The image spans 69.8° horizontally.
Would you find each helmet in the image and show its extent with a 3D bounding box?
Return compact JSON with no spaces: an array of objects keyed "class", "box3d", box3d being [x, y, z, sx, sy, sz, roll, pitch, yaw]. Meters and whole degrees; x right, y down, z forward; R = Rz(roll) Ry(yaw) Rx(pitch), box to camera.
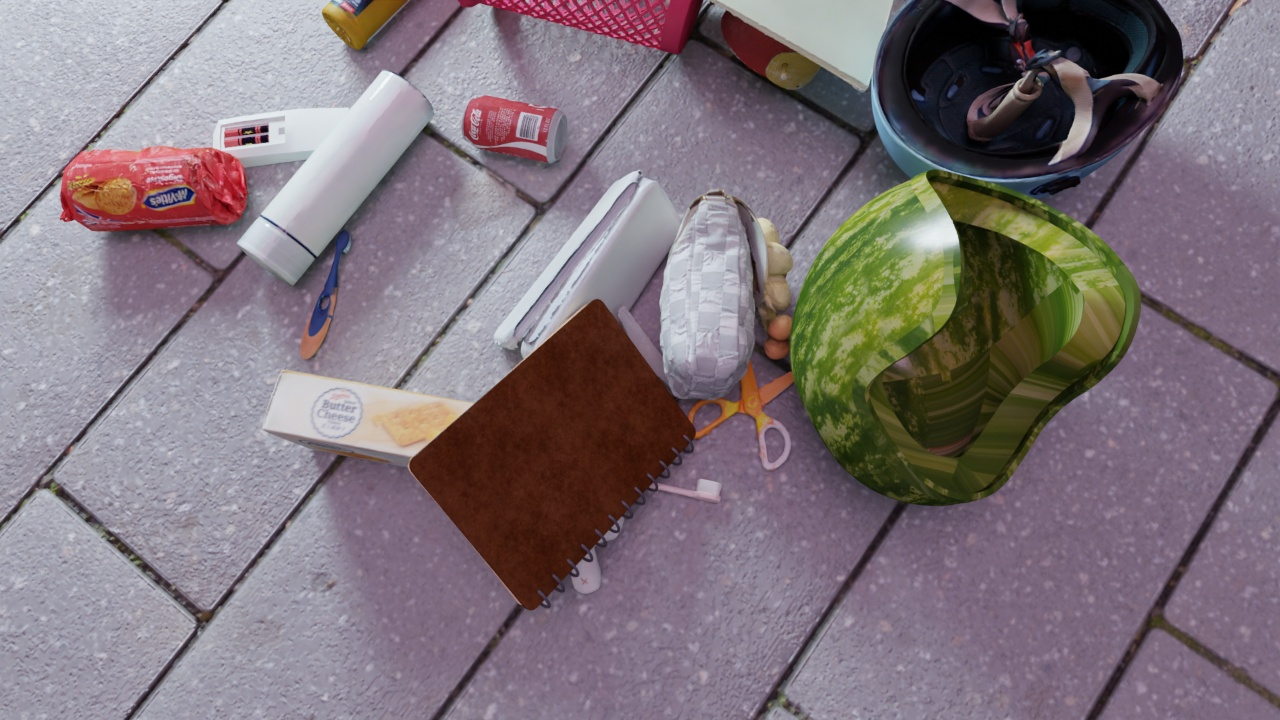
[{"class":"helmet","box3d":[0.331,-0.240,0.835,0.265,0.167,0.225,-24,72,-6]},{"class":"helmet","box3d":[0.233,-0.017,0.744,0.213,0.248,0.243,7,32,-21]}]

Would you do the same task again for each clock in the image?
[{"class":"clock","box3d":[0.132,-0.346,0.916,0.116,0.081,0.158,-18,69,-32]}]

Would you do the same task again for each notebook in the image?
[{"class":"notebook","box3d":[-0.064,0.078,0.772,0.224,0.024,0.167,-44,105,-30]},{"class":"notebook","box3d":[0.163,-0.376,0.889,0.182,0.010,0.251,28,53,-7]}]

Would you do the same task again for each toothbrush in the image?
[{"class":"toothbrush","box3d":[-0.016,0.105,0.839,0.181,0.016,0.018,10,68,6]},{"class":"toothbrush","box3d":[-0.309,-0.065,0.905,0.021,0.017,0.135,12,78,10]}]

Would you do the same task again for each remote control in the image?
[{"class":"remote control","box3d":[-0.372,-0.233,0.949,0.143,0.024,0.049,-7,74,1]}]

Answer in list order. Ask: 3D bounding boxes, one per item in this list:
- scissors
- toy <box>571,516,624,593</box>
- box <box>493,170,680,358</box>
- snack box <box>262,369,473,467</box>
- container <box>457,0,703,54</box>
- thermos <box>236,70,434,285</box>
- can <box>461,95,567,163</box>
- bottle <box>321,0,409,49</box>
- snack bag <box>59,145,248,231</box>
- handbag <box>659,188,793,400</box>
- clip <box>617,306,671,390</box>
[{"class":"scissors","box3d":[0.105,0.046,0.849,0.125,0.011,0.129,-34,76,-5]},{"class":"toy","box3d":[-0.053,0.139,0.814,0.076,0.037,0.125,20,88,0]},{"class":"box","box3d":[-0.065,-0.090,0.862,0.110,0.108,0.216,28,77,27]},{"class":"snack box","box3d":[-0.211,0.062,0.815,0.208,0.104,0.057,9,76,6]},{"class":"container","box3d":[-0.046,-0.405,0.911,0.226,0.183,0.183,21,76,1]},{"class":"thermos","box3d":[-0.299,-0.181,0.909,0.068,0.068,0.229,33,79,11]},{"class":"can","box3d":[-0.126,-0.232,0.919,0.096,0.054,0.054,13,75,7]},{"class":"bottle","box3d":[-0.256,-0.414,0.978,0.053,0.053,0.186,39,80,12]},{"class":"snack bag","box3d":[-0.481,-0.172,0.912,0.176,0.082,0.082,-4,74,1]},{"class":"handbag","box3d":[0.078,-0.048,0.823,0.123,0.113,0.171,6,69,-6]},{"class":"clip","box3d":[-0.005,0.005,0.850,0.054,0.038,0.101,-38,92,-3]}]
